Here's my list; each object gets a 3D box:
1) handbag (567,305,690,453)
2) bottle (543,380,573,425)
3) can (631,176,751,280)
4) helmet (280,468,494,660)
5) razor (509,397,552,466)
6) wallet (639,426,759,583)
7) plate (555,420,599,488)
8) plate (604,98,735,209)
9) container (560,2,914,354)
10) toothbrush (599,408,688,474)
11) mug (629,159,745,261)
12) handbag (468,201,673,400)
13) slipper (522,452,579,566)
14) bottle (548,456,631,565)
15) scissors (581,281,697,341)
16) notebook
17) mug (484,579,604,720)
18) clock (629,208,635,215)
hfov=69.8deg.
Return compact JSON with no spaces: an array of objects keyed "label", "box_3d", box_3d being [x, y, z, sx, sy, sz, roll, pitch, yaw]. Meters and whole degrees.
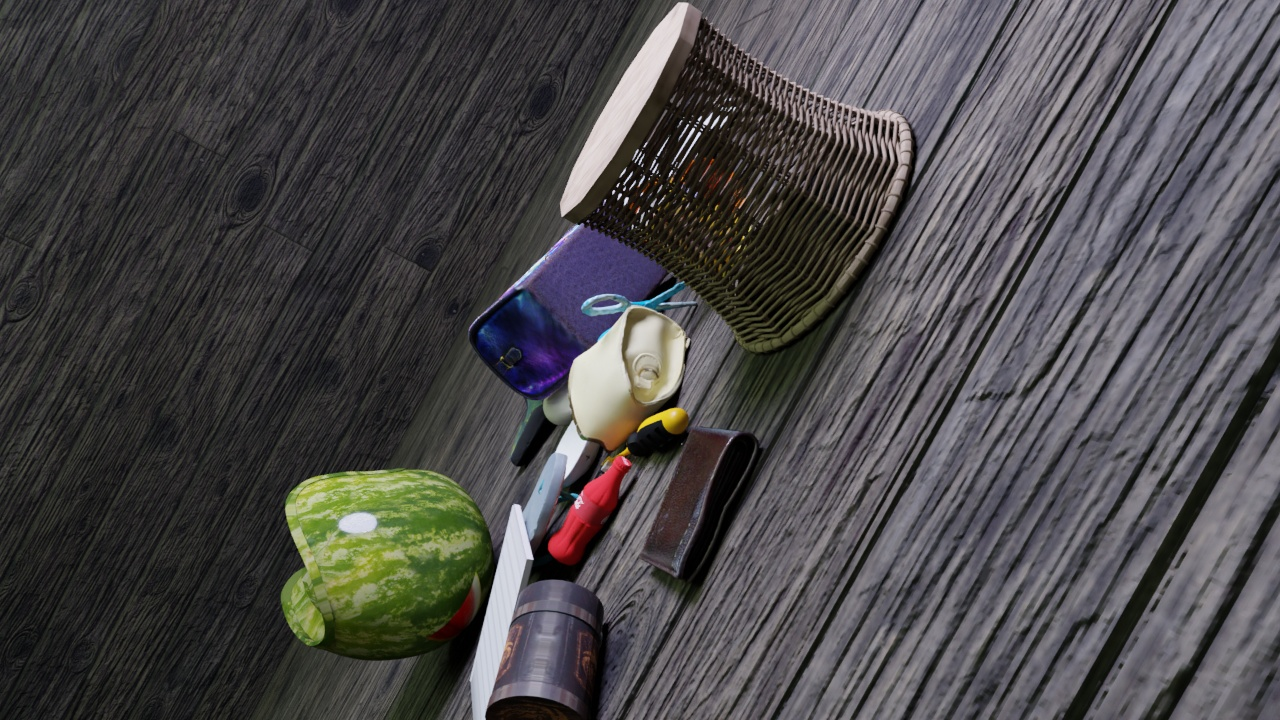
[{"label":"handbag","box_3d":[-0.016,0.022,0.930,0.120,0.081,0.111,-42,32,45]},{"label":"bottle","box_3d":[-0.072,0.042,1.104,0.146,0.051,0.051,-31,34,60]},{"label":"can","box_3d":[0.053,-0.132,0.916,0.068,0.105,0.067,-53,18,26]},{"label":"helmet","box_3d":[-0.300,0.247,1.129,0.243,0.246,0.214,40,129,35]},{"label":"razor","box_3d":[-0.152,0.078,1.266,0.152,0.067,0.053,-64,-1,23]},{"label":"wallet","box_3d":[0.040,0.106,0.706,0.120,0.031,0.099,-65,14,-9]},{"label":"plate","box_3d":[-0.069,0.102,1.042,0.104,0.026,0.104,-54,17,26]},{"label":"plate","box_3d":[0.033,-0.273,1.246,0.243,0.016,0.242,-33,23,16]},{"label":"container","box_3d":[0.067,-0.150,0.739,0.227,0.196,0.226,-53,18,26]},{"label":"toothbrush","box_3d":[-0.001,0.080,0.876,0.030,0.031,0.197,-58,9,-28]},{"label":"mug","box_3d":[0.041,-0.166,0.995,0.096,0.112,0.077,-38,47,54]},{"label":"handbag","box_3d":[-0.089,-0.069,1.112,0.204,0.125,0.223,-49,10,-29]},{"label":"slipper","box_3d":[-0.105,0.187,0.995,0.270,0.054,0.098,122,165,-55]},{"label":"bottle","box_3d":[-0.046,0.143,0.889,0.119,0.036,0.036,-57,17,15]},{"label":"scissors","box_3d":[-0.005,-0.047,0.946,0.138,0.133,0.011,-55,49,55]},{"label":"notebook","box_3d":[-0.143,0.268,0.927,0.142,0.009,0.210,-135,58,-72]},{"label":"mug","box_3d":[-0.075,0.256,0.746,0.107,0.080,0.116,-80,-2,-50]},{"label":"clock","box_3d":[-0.035,-0.165,1.273,0.057,0.083,0.118,-52,15,45]}]
